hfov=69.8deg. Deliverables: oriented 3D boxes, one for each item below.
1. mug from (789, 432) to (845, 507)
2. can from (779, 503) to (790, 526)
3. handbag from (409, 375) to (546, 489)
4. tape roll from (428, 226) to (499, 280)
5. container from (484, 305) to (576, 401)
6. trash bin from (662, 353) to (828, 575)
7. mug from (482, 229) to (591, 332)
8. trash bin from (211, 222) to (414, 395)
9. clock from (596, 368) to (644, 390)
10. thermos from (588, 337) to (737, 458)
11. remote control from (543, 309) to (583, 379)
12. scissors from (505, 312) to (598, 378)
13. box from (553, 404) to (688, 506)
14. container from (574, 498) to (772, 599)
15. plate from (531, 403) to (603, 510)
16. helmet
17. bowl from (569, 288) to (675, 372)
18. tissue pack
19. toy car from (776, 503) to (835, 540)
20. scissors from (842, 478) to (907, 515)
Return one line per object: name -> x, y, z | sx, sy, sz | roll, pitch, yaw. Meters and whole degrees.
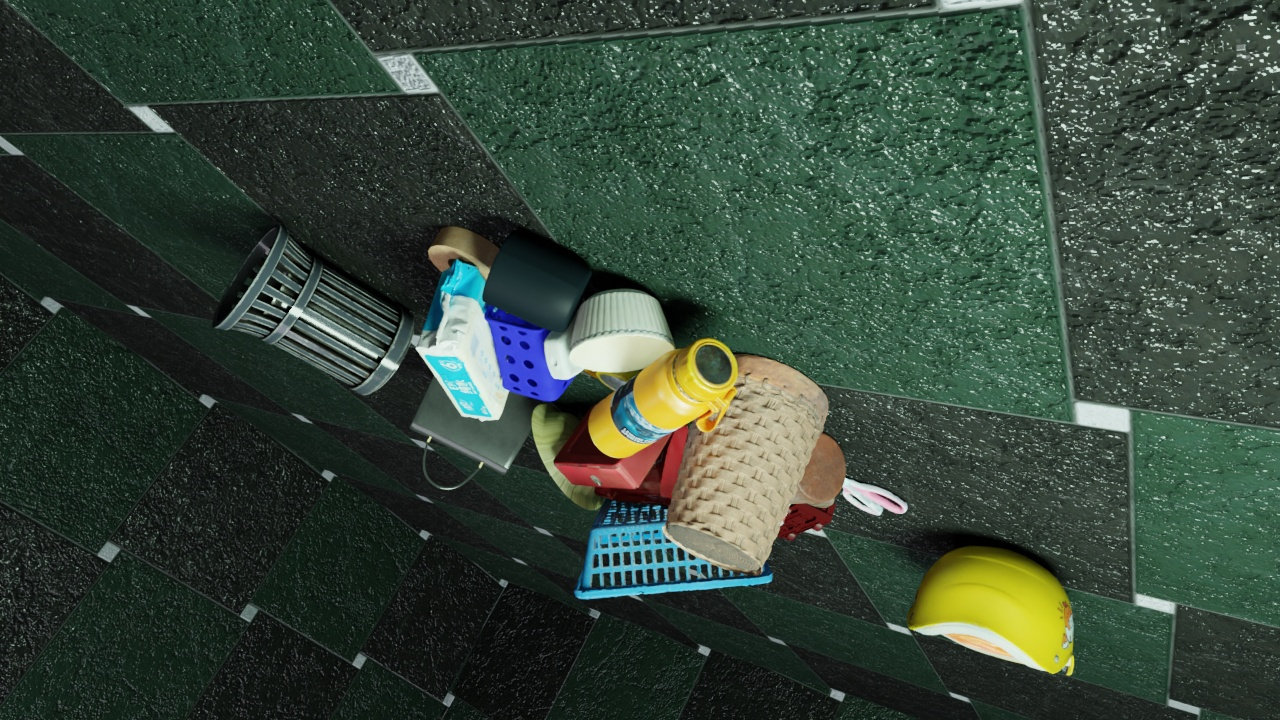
mug -> 0.205, 0.149, 1.170 | 0.123, 0.096, 0.110 | 40, 158, -18
can -> 0.182, 0.174, 1.246 | 0.054, 0.096, 0.054 | 21, 158, 9
handbag -> -0.271, 0.112, 1.440 | 0.175, 0.195, 0.072 | 28, 158, -9
tape roll -> -0.200, -0.117, 1.077 | 0.094, 0.027, 0.094 | 21, 158, 9
container -> -0.124, -0.023, 1.087 | 0.084, 0.084, 0.114 | 14, 135, 21
trash bin -> 0.111, 0.118, 1.046 | 0.151, 0.209, 0.151 | 21, 157, 9
mug -> -0.108, -0.084, 1.003 | 0.094, 0.085, 0.121 | 25, -174, -1
trash bin -> -0.450, -0.062, 1.292 | 0.227, 0.164, 0.165 | 34, 157, -31
clock -> -0.007, 0.006, 1.115 | 0.083, 0.057, 0.119 | 30, 164, -12
thermos -> 0.029, 0.045, 1.016 | 0.091, 0.076, 0.233 | 19, 152, -20
remote control -> -0.071, -0.024, 1.047 | 0.028, 0.114, 0.060 | 1, 119, 27
scissors -> -0.146, -0.044, 1.194 | 0.229, 0.016, 0.114 | 35, 175, -4
box -> -0.029, 0.125, 1.315 | 0.126, 0.136, 0.158 | 29, 158, -33
container -> 0.043, 0.250, 1.333 | 0.257, 0.089, 0.362 | -5, 179, 2
plate -> -0.096, 0.140, 1.420 | 0.036, 0.184, 0.184 | -31, 132, 17
helmet -> 0.482, 0.327, 1.239 | 0.209, 0.139, 0.240 | 11, 167, 30
bowl -> -0.022, -0.035, 0.998 | 0.115, 0.062, 0.115 | -3, 161, -1
tissue pack -> -0.202, -0.019, 1.092 | 0.066, 0.116, 0.209 | 5, 151, 11
toy car -> 0.226, 0.216, 1.342 | 0.070, 0.061, 0.170 | 26, 158, -4
scissors -> 0.273, 0.168, 1.252 | 0.178, 0.016, 0.101 | 28, 158, -10
